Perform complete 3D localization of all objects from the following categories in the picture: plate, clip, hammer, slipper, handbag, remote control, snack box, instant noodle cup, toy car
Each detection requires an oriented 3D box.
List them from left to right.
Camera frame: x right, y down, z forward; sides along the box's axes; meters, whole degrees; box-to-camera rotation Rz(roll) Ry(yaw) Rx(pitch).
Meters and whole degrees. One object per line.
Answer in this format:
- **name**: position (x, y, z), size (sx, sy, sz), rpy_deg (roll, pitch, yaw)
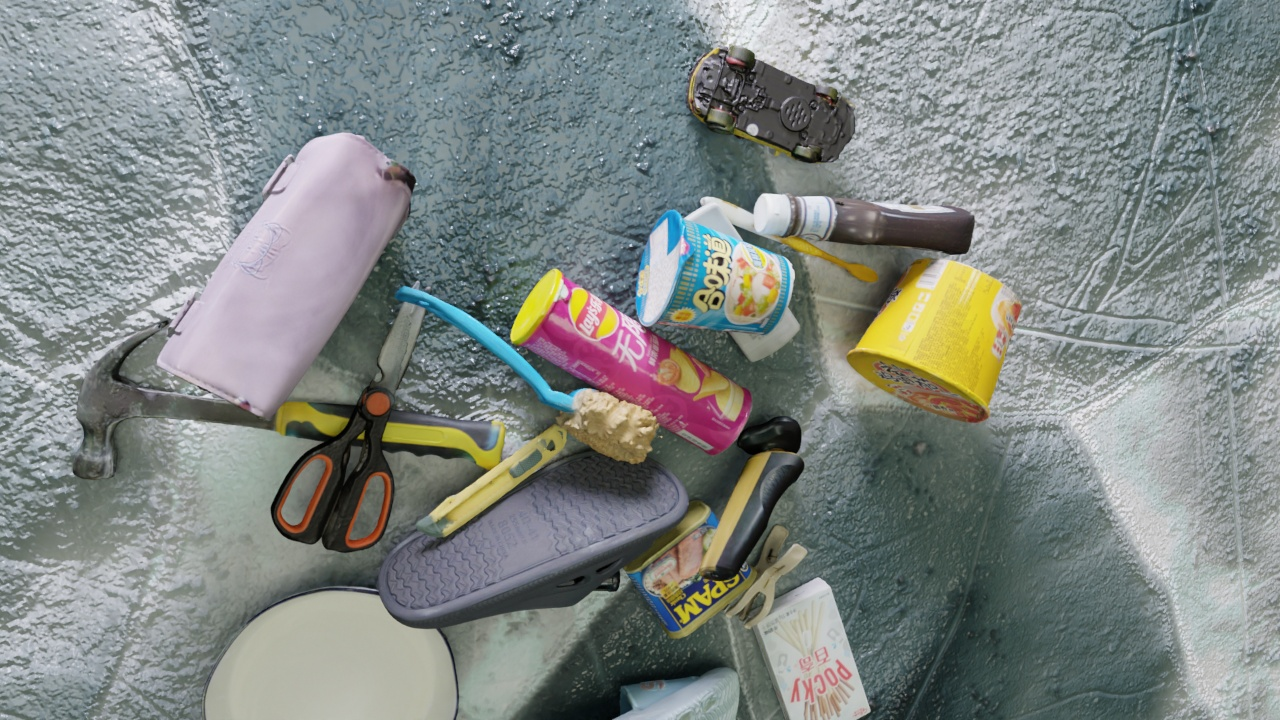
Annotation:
- **handbag**: position (-0.246, -0.059, 0.650), size (0.098, 0.145, 0.196), rpy_deg (36, 76, -23)
- **hammer**: position (-0.270, 0.046, 0.741), size (0.323, 0.032, 0.126), rpy_deg (8, 98, -18)
- **plate**: position (-0.260, 0.284, 0.781), size (0.204, 0.045, 0.205), rpy_deg (-3, 101, -17)
- **slipper**: position (-0.088, 0.162, 0.793), size (0.267, 0.110, 0.083), rpy_deg (-21, 138, -13)
- **slipper**: position (-0.009, 0.356, 0.853), size (0.244, 0.074, 0.104), rpy_deg (-13, 113, -32)
- **instant noodle cup**: position (0.064, -0.065, 0.770), size (0.110, 0.099, 0.099), rpy_deg (12, 96, -19)
- **remote control**: position (0.084, -0.069, 0.828), size (0.058, 0.021, 0.150), rpy_deg (-35, 110, 6)
- **clip**: position (0.119, 0.210, 0.883), size (0.034, 0.071, 0.100), rpy_deg (35, 92, -19)
- **toy car**: position (0.115, -0.219, 0.802), size (0.155, 0.041, 0.071), rpy_deg (16, 95, -17)
- **snack box**: position (0.171, 0.305, 0.925), size (0.084, 0.027, 0.157), rpy_deg (-23, 105, -12)
- **instant noodle cup**: position (0.276, -0.021, 0.846), size (0.138, 0.138, 0.109), rpy_deg (31, 81, -20)

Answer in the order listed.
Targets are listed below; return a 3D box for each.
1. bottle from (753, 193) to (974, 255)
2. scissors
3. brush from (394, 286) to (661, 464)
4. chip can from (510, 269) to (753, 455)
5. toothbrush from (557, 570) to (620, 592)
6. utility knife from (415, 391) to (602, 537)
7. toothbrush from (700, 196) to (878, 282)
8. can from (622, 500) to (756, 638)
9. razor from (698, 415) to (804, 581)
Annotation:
- **bottle**: position (0.198, -0.124, 0.825), size (0.194, 0.080, 0.044), rpy_deg (2, 105, -15)
- **scissors**: position (-0.205, 0.050, 0.739), size (0.234, 0.022, 0.142), rpy_deg (-49, 119, -10)
- **brush**: position (-0.086, 0.012, 0.747), size (0.254, 0.083, 0.045), rpy_deg (35, 69, -20)
- **chip can**: position (-0.005, 0.005, 0.793), size (0.210, 0.071, 0.071), rpy_deg (31, 90, -20)
- **toothbrush**: position (-0.123, 0.193, 0.815), size (0.212, 0.026, 0.027), rpy_deg (5, 128, -17)
- **utility knife**: position (-0.101, 0.085, 0.790), size (0.210, 0.022, 0.031), rpy_deg (-39, 126, -27)
- **toothbrush**: position (0.138, -0.110, 0.845), size (0.191, 0.018, 0.016), rpy_deg (21, 95, -17)
- **can**: position (0.042, 0.191, 0.849), size (0.102, 0.057, 0.083), rpy_deg (-36, 106, -8)
- **razor**: position (0.097, 0.124, 0.827), size (0.068, 0.062, 0.167), rpy_deg (20, 60, 20)
